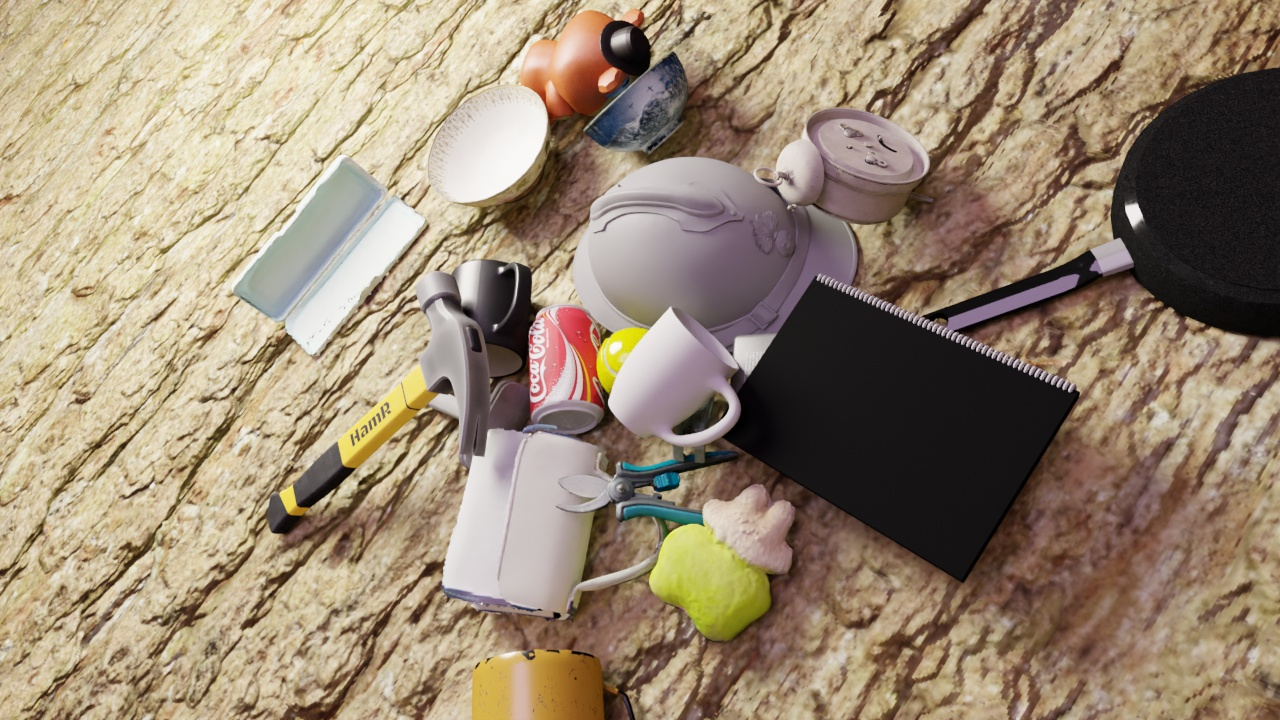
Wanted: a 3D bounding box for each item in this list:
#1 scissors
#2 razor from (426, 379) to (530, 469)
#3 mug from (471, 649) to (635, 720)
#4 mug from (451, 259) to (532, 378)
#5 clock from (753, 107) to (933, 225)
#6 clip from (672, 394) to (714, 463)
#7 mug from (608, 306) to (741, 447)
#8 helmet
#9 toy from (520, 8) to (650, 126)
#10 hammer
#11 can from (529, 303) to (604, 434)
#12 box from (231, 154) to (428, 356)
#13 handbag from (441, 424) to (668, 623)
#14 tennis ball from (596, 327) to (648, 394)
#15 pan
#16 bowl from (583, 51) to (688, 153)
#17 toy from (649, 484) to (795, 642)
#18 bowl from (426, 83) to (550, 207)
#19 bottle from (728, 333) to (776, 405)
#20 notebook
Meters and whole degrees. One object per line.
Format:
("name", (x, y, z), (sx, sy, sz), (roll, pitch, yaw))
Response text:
("scissors", (0.017, 0.104, 0.725), (0.155, 0.019, 0.124), (-38, 69, -16))
("razor", (-0.162, 0.050, 0.857), (0.116, 0.047, 0.088), (19, 76, 41))
("mug", (-0.062, 0.266, 0.668), (0.123, 0.101, 0.094), (-2, 60, -6))
("mug", (-0.134, -0.045, 0.851), (0.114, 0.078, 0.087), (-31, 50, 48))
("clock", (0.158, -0.151, 0.745), (0.156, 0.061, 0.103), (-11, 51, -26))
("clip", (0.043, 0.050, 0.744), (0.043, 0.023, 0.075), (5, 42, 9))
("mug", (0.029, 0.026, 0.704), (0.089, 0.071, 0.107), (-47, 53, 13))
("helmet", (0.040, -0.110, 0.783), (0.272, 0.117, 0.183), (8, 70, 28))
("toy", (-0.059, -0.302, 0.939), (0.176, 0.096, 0.112), (-9, 57, 59))
("hammer", (-0.251, 0.074, 0.842), (0.325, 0.034, 0.169), (-38, 59, 27))
("can", (-0.066, 0.007, 0.811), (0.064, 0.064, 0.104), (-15, 60, 19))
("box", (-0.342, -0.116, 1.010), (0.126, 0.074, 0.197), (37, 87, 16))
("handbag", (-0.063, 0.134, 0.745), (0.176, 0.074, 0.151), (4, 68, 18))
("tennis ball", (-0.005, 0.005, 0.780), (0.065, 0.065, 0.065), (-11, 62, 22))
("pan", (0.370, -0.089, 0.652), (0.356, 0.044, 0.203), (-21, 59, 15))
("bowl", (0.006, -0.238, 0.889), (0.114, 0.061, 0.114), (-39, 10, 8))
("toy", (0.067, 0.146, 0.686), (0.092, 0.043, 0.118), (36, 89, 24))
("bowl", (-0.145, -0.210, 0.958), (0.145, 0.063, 0.145), (-12, 62, 23))
("bottle", (0.157, 0.021, 0.703), (0.174, 0.046, 0.083), (-4, 65, 25))
("notebook", (0.172, 0.037, 0.648), (0.207, 0.016, 0.149), (30, 83, 34))
